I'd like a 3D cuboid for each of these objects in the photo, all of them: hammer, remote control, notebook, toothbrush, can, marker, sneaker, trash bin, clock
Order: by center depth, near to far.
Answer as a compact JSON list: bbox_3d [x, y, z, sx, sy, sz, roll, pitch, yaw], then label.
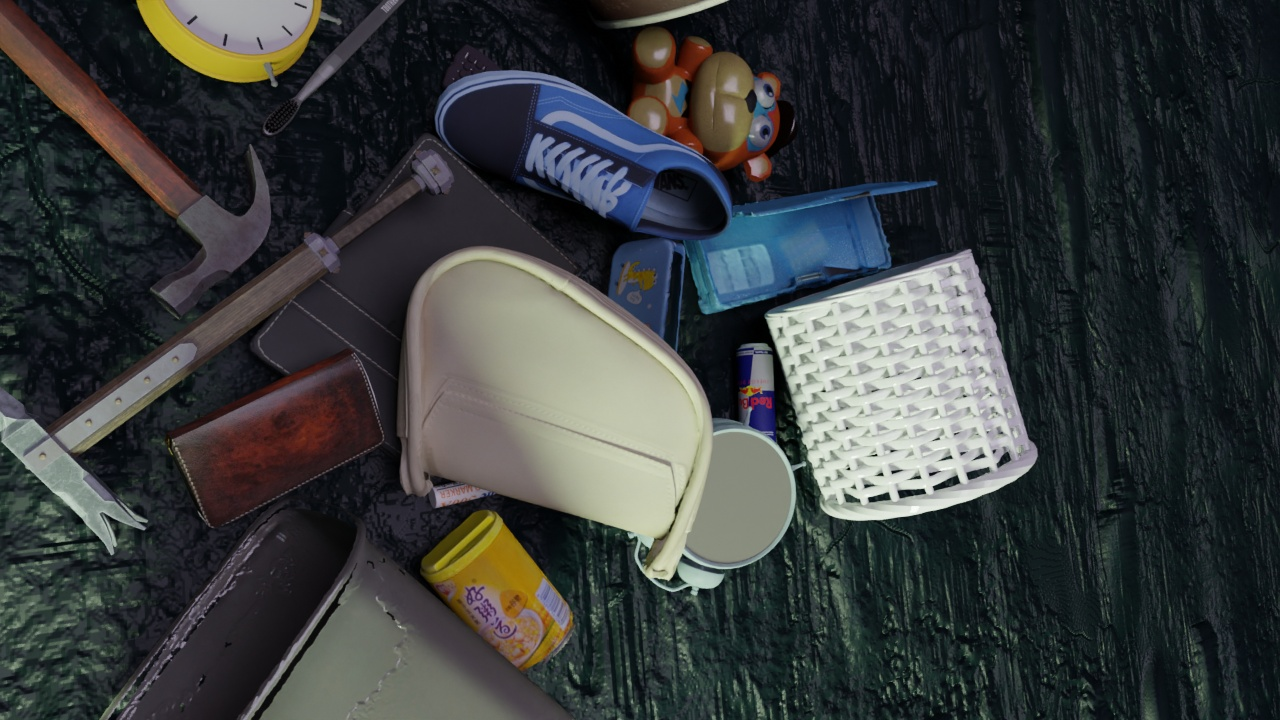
[{"bbox_3d":[-0.167,0.228,0.552,0.220,0.198,0.197,45,64,-26],"label":"trash bin"},{"bbox_3d":[-0.358,-0.174,0.571,0.300,0.028,0.110,49,64,-17],"label":"hammer"},{"bbox_3d":[-0.249,-0.040,0.584,0.316,0.028,0.147,-42,109,-18],"label":"hammer"},{"bbox_3d":[-0.285,-0.259,0.612,0.152,0.052,0.113,44,64,-23],"label":"clock"},{"bbox_3d":[-0.102,0.167,0.660,0.067,0.068,0.105,-43,106,-28],"label":"can"},{"bbox_3d":[-0.220,-0.222,0.670,0.013,0.013,0.167,42,63,-20],"label":"toothbrush"},{"bbox_3d":[-0.159,-0.042,0.675,0.169,0.030,0.208,41,64,-21],"label":"notebook"},{"bbox_3d":[-0.035,-0.150,0.694,0.241,0.098,0.084,16,116,-17],"label":"sneaker"},{"bbox_3d":[-0.091,0.090,0.706,0.145,0.017,0.017,-9,89,-31],"label":"marker"},{"bbox_3d":[-0.100,-0.202,0.741,0.124,0.009,0.046,32,69,-24],"label":"remote control"},{"bbox_3d":[0.060,0.121,0.765,0.122,0.045,0.159,45,79,-15],"label":"clock"},{"bbox_3d":[0.104,0.033,0.822,0.032,0.032,0.095,2,83,-31],"label":"can"}]

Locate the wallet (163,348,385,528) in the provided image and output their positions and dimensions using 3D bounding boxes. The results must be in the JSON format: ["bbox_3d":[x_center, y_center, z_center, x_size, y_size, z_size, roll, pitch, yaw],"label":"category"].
[{"bbox_3d":[-0.228,0.048,0.584,0.122,0.019,0.072,-29,124,-32],"label":"wallet"}]

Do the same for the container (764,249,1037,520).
[{"bbox_3d":[0.224,0.019,0.806,0.188,0.190,0.187,-20,93,-32],"label":"container"}]

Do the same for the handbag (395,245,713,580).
[{"bbox_3d":[-0.057,0.032,0.655,0.229,0.132,0.184,19,92,-2],"label":"handbag"}]

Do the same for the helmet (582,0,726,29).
[{"bbox_3d":[0.033,-0.380,0.735,0.233,0.233,0.254,-26,121,-6],"label":"helmet"}]

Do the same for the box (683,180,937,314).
[{"bbox_3d":[0.162,-0.114,0.831,0.231,0.110,0.094,-14,90,-32],"label":"box"}]

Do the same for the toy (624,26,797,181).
[{"bbox_3d":[0.060,-0.218,0.798,0.175,0.096,0.112,7,86,-41],"label":"toy"}]

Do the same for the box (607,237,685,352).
[{"bbox_3d":[-0.007,0.004,0.726,0.064,0.069,0.209,9,78,-17],"label":"box"}]
